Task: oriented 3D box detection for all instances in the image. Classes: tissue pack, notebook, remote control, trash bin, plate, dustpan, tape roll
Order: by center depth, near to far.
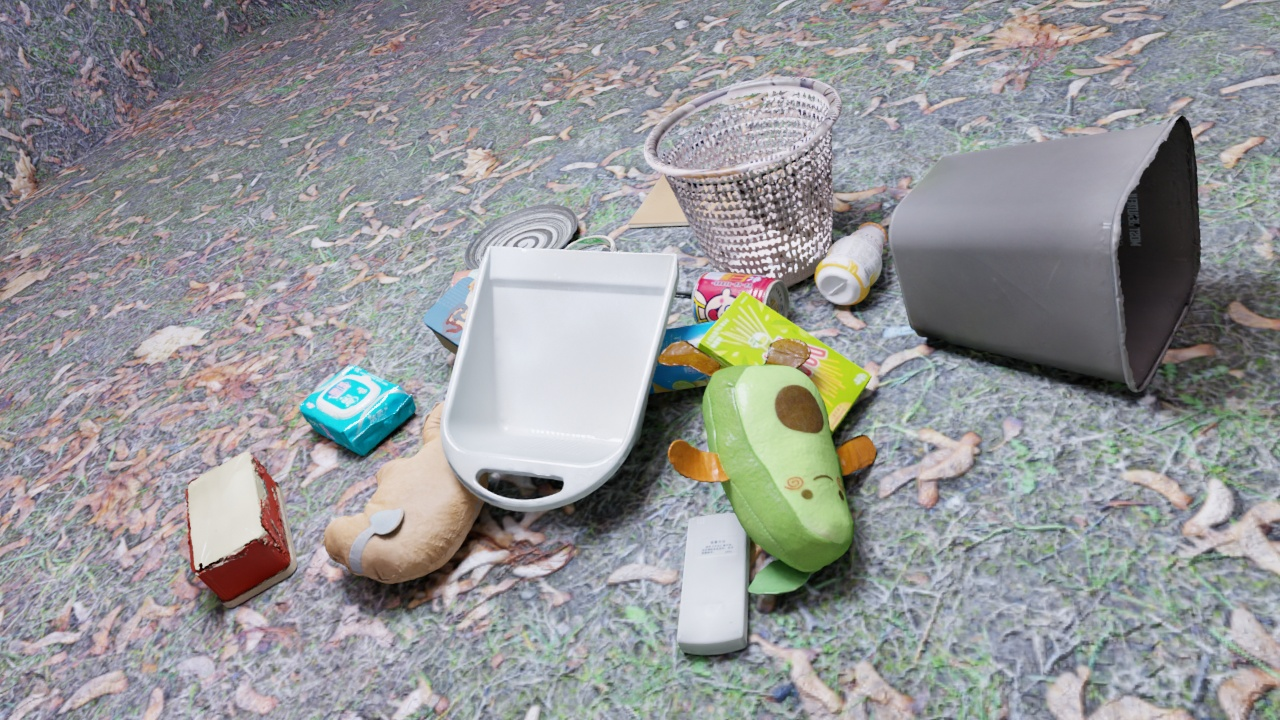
[{"bbox_3d":[0.064,0.187,0.779,0.056,0.019,0.134,-9,38,15],"label":"remote control"},{"bbox_3d":[0.377,-0.104,0.863,0.220,0.199,0.198,11,45,45],"label":"trash bin"},{"bbox_3d":[-0.090,0.012,0.915,0.223,0.258,0.142,4,3,16],"label":"dustpan"},{"bbox_3d":[0.138,-0.198,1.085,0.228,0.192,0.227,-14,36,10],"label":"trash bin"},{"bbox_3d":[-0.344,0.059,1.119,0.134,0.050,0.093,18,50,40],"label":"tissue pack"},{"bbox_3d":[-0.075,-0.145,1.276,0.086,0.014,0.085,-13,37,10],"label":"tape roll"},{"bbox_3d":[0.103,-0.237,1.309,0.212,0.012,0.149,2,41,28],"label":"notebook"},{"bbox_3d":[-0.175,-0.173,1.356,0.179,0.024,0.179,-12,38,9],"label":"plate"}]

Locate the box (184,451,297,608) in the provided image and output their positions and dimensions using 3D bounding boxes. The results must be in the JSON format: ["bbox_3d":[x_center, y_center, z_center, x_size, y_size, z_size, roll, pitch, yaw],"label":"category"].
[{"bbox_3d":[-0.438,0.173,0.996,0.091,0.080,0.168,-30,38,-10],"label":"box"}]

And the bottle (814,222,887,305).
[{"bbox_3d":[0.242,-0.112,1.035,0.063,0.063,0.108,11,47,36],"label":"bottle"}]

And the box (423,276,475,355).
[{"bbox_3d":[-0.176,-0.029,1.111,0.184,0.061,0.089,26,68,36],"label":"box"}]

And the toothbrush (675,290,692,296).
[{"bbox_3d":[0.092,-0.081,1.114,0.186,0.012,0.017,8,34,34],"label":"toothbrush"}]

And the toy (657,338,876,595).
[{"bbox_3d":[0.116,0.074,0.797,0.226,0.090,0.246,-1,55,-26],"label":"toy"}]

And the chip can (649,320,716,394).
[{"bbox_3d":[-0.006,0.006,1.002,0.210,0.071,0.071,-9,38,15],"label":"chip can"}]

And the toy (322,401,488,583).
[{"bbox_3d":[-0.219,0.131,0.941,0.143,0.083,0.225,12,43,18],"label":"toy"}]

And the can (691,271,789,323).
[{"bbox_3d":[0.113,-0.065,1.036,0.094,0.066,0.066,8,45,34],"label":"can"}]

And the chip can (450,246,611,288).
[{"bbox_3d":[-0.140,-0.098,1.201,0.215,0.071,0.071,-6,39,19],"label":"chip can"}]

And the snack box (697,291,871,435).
[{"bbox_3d":[0.141,0.004,0.906,0.156,0.026,0.085,35,59,13],"label":"snack box"}]
